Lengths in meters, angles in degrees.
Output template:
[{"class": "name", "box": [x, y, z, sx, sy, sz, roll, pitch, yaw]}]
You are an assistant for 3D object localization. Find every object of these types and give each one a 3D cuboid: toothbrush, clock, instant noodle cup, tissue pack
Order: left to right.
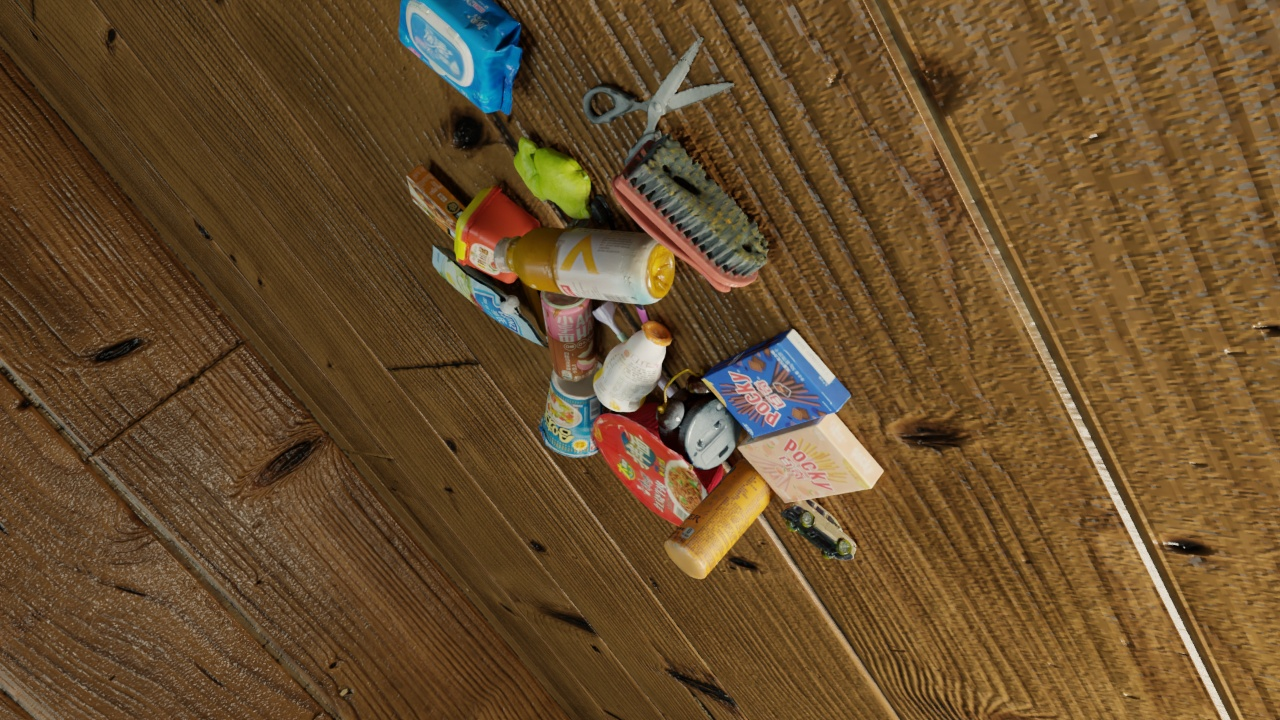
[{"class": "tissue pack", "box": [-0.172, -0.302, 0.845, 0.157, 0.052, 0.095, 42, 154, 8]}, {"class": "instant noodle cup", "box": [-0.080, 0.055, 1.178, 0.099, 0.099, 0.110, 35, 144, 21]}, {"class": "toothbrush", "box": [-0.017, -0.092, 0.955, 0.014, 0.017, 0.189, 16, 143, 36]}, {"class": "toothbrush", "box": [0.014, 0.009, 1.050, 0.029, 0.021, 0.189, -34, 102, 31]}, {"class": "instant noodle cup", "box": [0.033, 0.121, 1.128, 0.194, 0.065, 0.194, 36, 152, 23]}, {"class": "clock", "box": [0.059, 0.062, 0.988, 0.055, 0.082, 0.122, 26, 150, 48]}]

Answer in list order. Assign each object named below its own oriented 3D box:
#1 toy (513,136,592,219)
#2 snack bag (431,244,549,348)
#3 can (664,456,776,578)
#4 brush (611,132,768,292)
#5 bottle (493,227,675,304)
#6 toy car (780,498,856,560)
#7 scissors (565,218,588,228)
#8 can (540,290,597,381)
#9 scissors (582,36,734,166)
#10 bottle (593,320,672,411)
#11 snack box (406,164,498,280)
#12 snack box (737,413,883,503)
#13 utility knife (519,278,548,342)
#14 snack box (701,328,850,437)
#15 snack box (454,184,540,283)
[{"class": "toy", "box": [-0.088, -0.182, 0.915, 0.100, 0.031, 0.097, 4, 129, 54]}, {"class": "snack bag", "box": [-0.191, -0.081, 1.168, 0.191, 0.038, 0.110, 35, 161, 37]}, {"class": "can", "box": [0.093, 0.172, 1.020, 0.058, 0.145, 0.058, 35, 152, 22]}, {"class": "brush", "box": [0.043, -0.116, 0.772, 0.146, 0.063, 0.069, 42, 143, -13]}, {"class": "bottle", "box": [-0.060, -0.097, 0.908, 0.190, 0.067, 0.068, 9, 138, 29]}, {"class": "toy car", "box": [0.199, 0.186, 1.009, 0.090, 0.035, 0.042, 40, 156, -1]}, {"class": "scissors", "box": [-0.084, -0.118, 0.975, 0.017, 0.077, 0.138, 10, 165, -27]}, {"class": "can", "box": [-0.082, -0.038, 1.081, 0.058, 0.057, 0.147, 34, 152, 23]}, {"class": "scissors", "box": [0.010, -0.207, 0.756, 0.170, 0.014, 0.160, 30, 149, 27]}, {"class": "bottle", "box": [-0.006, 0.006, 1.003, 0.063, 0.063, 0.109, 41, 126, 10]}, {"class": "snack box", "box": [-0.223, -0.168, 1.126, 0.154, 0.026, 0.075, 44, 165, 5]}, {"class": "snack box", "box": [0.170, 0.101, 0.942, 0.084, 0.026, 0.158, 49, 154, -5]}, {"class": "utility knife", "box": [-0.131, -0.073, 1.150, 0.033, 0.015, 0.193, 50, 163, 42]}, {"class": "snack box", "box": [0.127, 0.026, 0.897, 0.084, 0.026, 0.157, 48, 154, -5]}, {"class": "snack box", "box": [-0.159, -0.140, 1.036, 0.080, 0.081, 0.091, 31, 154, 1]}]
